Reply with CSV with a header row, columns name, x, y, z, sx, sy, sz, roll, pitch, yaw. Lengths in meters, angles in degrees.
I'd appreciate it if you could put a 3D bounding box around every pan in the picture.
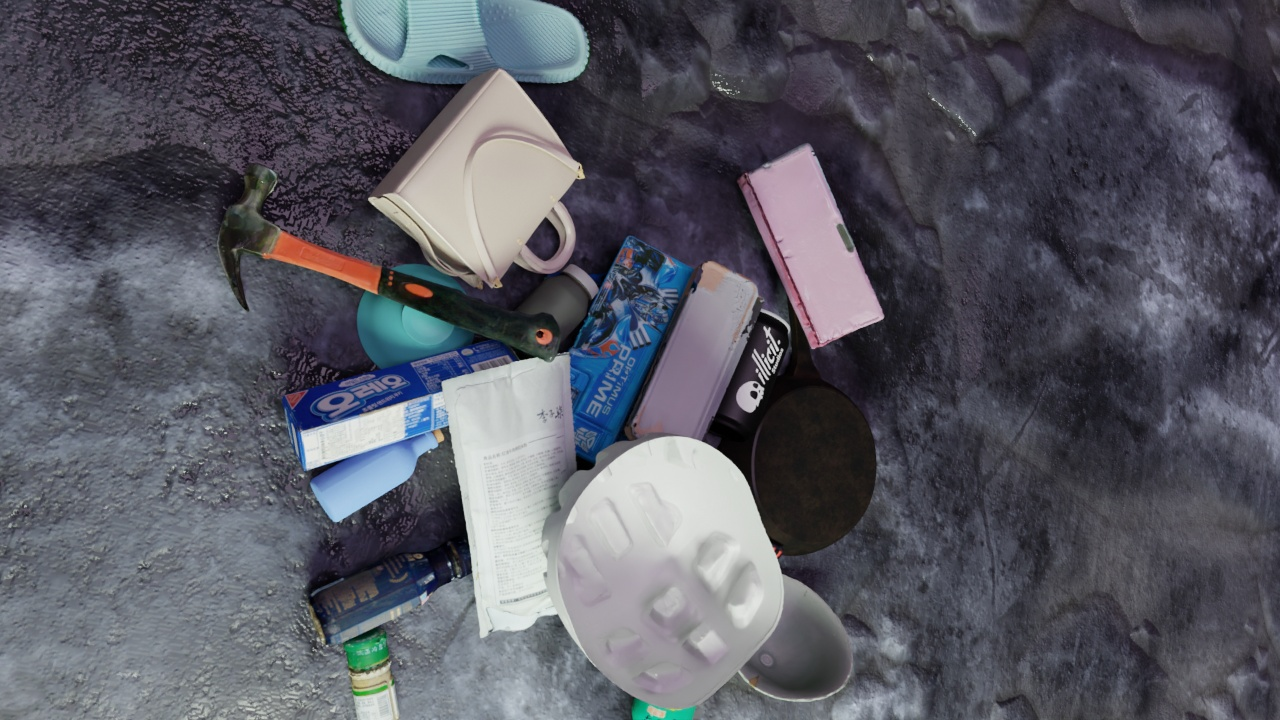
name,x,y,z,sx,sy,sz,roll,pitch,yaw
pan,0.207,0.065,1.140,0.248,0.043,0.356,3,85,-27

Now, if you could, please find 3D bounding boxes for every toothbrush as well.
name,x,y,z,sx,sy,sz,roll,pitch,yaw
toothbrush,-0.047,-0.092,1.036,0.132,0.016,0.021,0,87,-30

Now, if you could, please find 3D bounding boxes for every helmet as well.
name,x,y,z,sx,sy,sz,roll,pitch,yaw
helmet,0.011,0.195,0.903,0.223,0.184,0.282,-47,137,-19

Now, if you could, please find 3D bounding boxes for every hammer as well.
name,x,y,z,sx,sy,sz,roll,pitch,yaw
hammer,-0.234,-0.071,0.880,0.333,0.033,0.133,19,78,-8

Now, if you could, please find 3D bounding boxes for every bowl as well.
name,x,y,z,sx,sy,sz,roll,pitch,yaw
bowl,0.156,0.337,1.079,0.174,0.068,0.173,15,38,-13
bowl,-0.219,-0.041,0.925,0.121,0.046,0.121,2,86,-27

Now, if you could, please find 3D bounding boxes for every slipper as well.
name,x,y,z,sx,sy,sz,roll,pitch,yaw
slipper,-0.171,-0.348,0.959,0.275,0.070,0.116,-3,91,-28

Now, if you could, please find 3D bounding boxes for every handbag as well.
name,x,y,z,sx,sy,sz,roll,pitch,yaw
handbag,-0.145,-0.165,0.953,0.198,0.101,0.194,45,69,-30

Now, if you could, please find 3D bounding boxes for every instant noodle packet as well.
name,x,y,z,sx,sy,sz,roll,pitch,yaw
instant noodle packet,-0.122,0.134,0.926,0.146,0.057,0.269,-16,107,-40

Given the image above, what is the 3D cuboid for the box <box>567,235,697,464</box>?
name,x,y,z,sx,sy,sz,roll,pitch,yaw
box,0.002,0.006,1.020,0.174,0.064,0.243,33,76,-26

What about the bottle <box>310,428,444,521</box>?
name,x,y,z,sx,sy,sz,roll,pitch,yaw
bottle,-0.252,0.103,0.898,0.131,0.048,0.048,-32,101,-25

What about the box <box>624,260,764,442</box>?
name,x,y,z,sx,sy,sz,roll,pitch,yaw
box,0.054,0.003,1.002,0.107,0.095,0.216,33,75,-35

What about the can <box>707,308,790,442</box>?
name,x,y,z,sx,sy,sz,roll,pitch,yaw
can,0.118,0.016,1.077,0.080,0.080,0.145,30,74,-23

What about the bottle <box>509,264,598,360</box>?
name,x,y,z,sx,sy,sz,roll,pitch,yaw
bottle,-0.096,-0.050,0.977,0.060,0.060,0.108,47,75,-17

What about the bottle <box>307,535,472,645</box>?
name,x,y,z,sx,sy,sz,roll,pitch,yaw
bottle,-0.239,0.220,0.893,0.160,0.056,0.056,-21,96,-26

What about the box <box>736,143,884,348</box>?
name,x,y,z,sx,sy,sz,roll,pitch,yaw
box,0.215,-0.141,1.109,0.099,0.099,0.232,-22,88,-29

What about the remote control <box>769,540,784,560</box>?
name,x,y,z,sx,sy,sz,roll,pitch,yaw
remote control,0.104,0.209,1.085,0.140,0.021,0.045,32,99,-18

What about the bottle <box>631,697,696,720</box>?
name,x,y,z,sx,sy,sz,roll,pitch,yaw
bottle,0.025,0.384,1.013,0.068,0.068,0.209,24,76,-24

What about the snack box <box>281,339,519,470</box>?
name,x,y,z,sx,sy,sz,roll,pitch,yaw
snack box,-0.226,0.039,0.895,0.225,0.059,0.060,-18,138,-30

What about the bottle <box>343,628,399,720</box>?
name,x,y,z,sx,sy,sz,roll,pitch,yaw
bottle,-0.257,0.317,0.887,0.042,0.043,0.110,-11,93,-28
